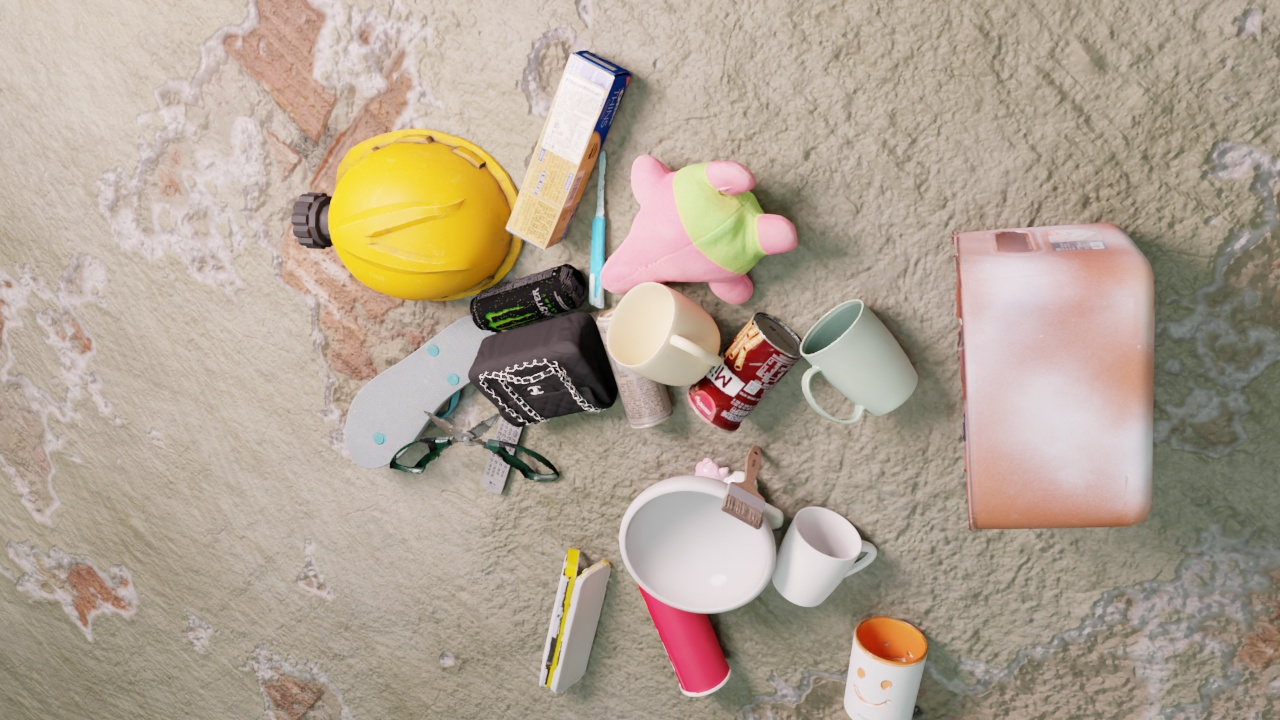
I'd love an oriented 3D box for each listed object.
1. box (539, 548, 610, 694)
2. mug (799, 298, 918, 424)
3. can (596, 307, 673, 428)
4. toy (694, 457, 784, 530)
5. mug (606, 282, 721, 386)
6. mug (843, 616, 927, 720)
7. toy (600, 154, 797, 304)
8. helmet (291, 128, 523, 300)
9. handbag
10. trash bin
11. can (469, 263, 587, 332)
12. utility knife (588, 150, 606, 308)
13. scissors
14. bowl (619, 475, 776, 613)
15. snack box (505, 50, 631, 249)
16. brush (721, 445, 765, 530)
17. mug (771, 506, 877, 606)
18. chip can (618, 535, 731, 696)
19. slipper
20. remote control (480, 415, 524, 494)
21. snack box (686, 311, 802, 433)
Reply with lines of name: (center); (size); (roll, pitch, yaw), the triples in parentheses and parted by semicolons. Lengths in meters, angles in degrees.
box: (-0.094, 0.347, 1.212); (0.070, 0.067, 0.210); (20, 115, 14)
mug: (0.218, 0.012, 0.943); (0.104, 0.084, 0.111); (45, 82, -13)
can: (-0.006, 0.006, 1.048); (0.054, 0.054, 0.136); (-11, 107, 24)
toy: (0.111, 0.163, 1.077); (0.122, 0.037, 0.079); (46, 126, -5)
mug: (0.039, -0.019, 0.972); (0.120, 0.099, 0.096); (26, 91, 48)
mug: (0.284, 0.365, 1.068); (0.082, 0.082, 0.105); (10, 115, 16)
toy: (0.047, -0.127, 0.961); (0.237, 0.096, 0.192); (-24, 110, 40)
helmet: (-0.274, -0.152, 1.042); (0.256, 0.131, 0.205); (6, 112, 17)
handbag: (-0.109, 0.030, 1.059); (0.154, 0.114, 0.125); (-15, 129, 22)
trash bin: (0.373, 0.014, 0.843); (0.157, 0.181, 0.260); (-2, 109, 19)
can: (-0.130, -0.071, 1.063); (0.138, 0.053, 0.054); (-14, 105, 24)
utility knife: (-0.045, -0.145, 1.024); (0.022, 0.015, 0.177); (26, 120, 41)
scissors: (-0.206, 0.120, 1.142); (0.203, 0.015, 0.202); (32, 135, -30)
bowl: (0.068, 0.199, 1.046); (0.177, 0.066, 0.177); (6, 116, 12)
snack box: (-0.078, -0.223, 0.983); (0.056, 0.057, 0.207); (30, 116, 8)
brush: (0.118, 0.131, 1.001); (0.045, 0.142, 0.008); (28, 119, -2)
mug: (0.213, 0.229, 1.051); (0.114, 0.080, 0.088); (9, 124, -17)
chip can: (0.043, 0.304, 1.140); (0.069, 0.069, 0.220); (-16, 104, 25)
slipper: (-0.278, 0.033, 1.169); (0.269, 0.054, 0.098); (-41, 90, 17)
remote control: (-0.174, 0.112, 1.175); (0.033, 0.013, 0.137); (25, 117, 10)
snack box: (0.113, 0.013, 0.997); (0.072, 0.072, 0.122); (39, 118, 2)
